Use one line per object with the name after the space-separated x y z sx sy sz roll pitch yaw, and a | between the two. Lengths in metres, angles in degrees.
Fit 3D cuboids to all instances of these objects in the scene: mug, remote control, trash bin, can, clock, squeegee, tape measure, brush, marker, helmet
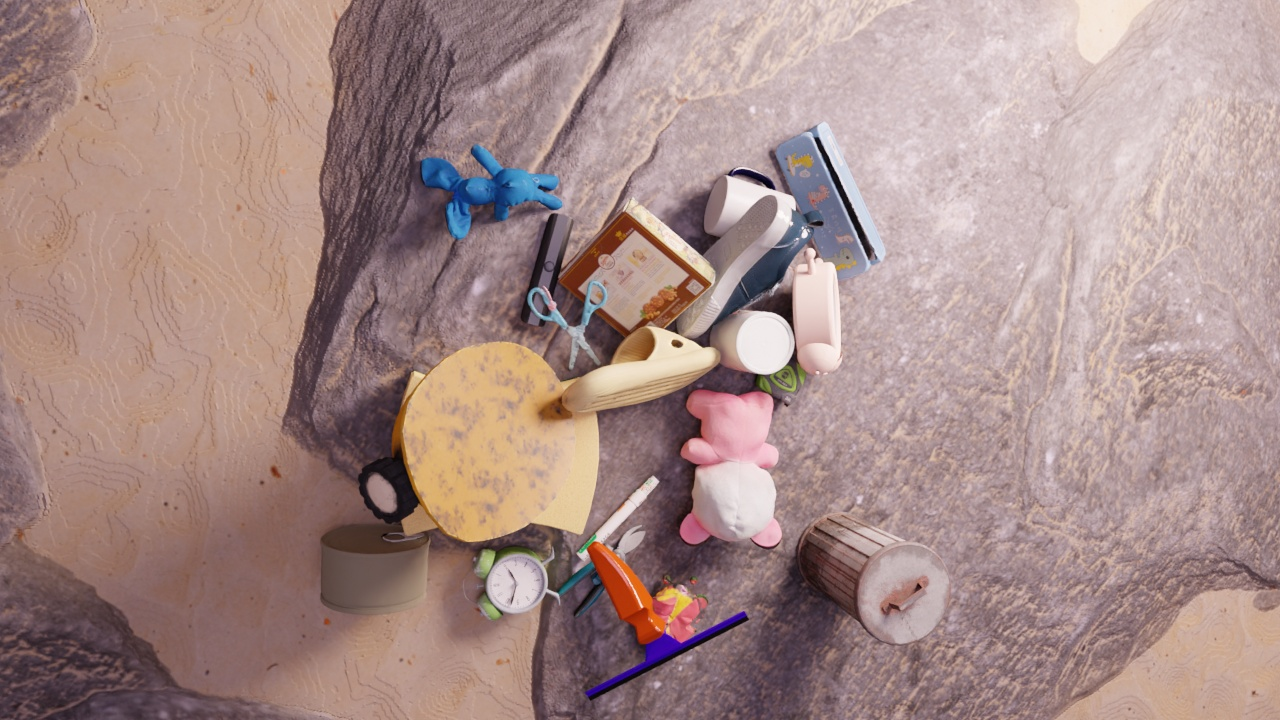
0.146 -0.025 1.213 0.082 0.105 0.082 -1 95 -14 | mug
-0.120 -0.117 1.187 0.033 0.015 0.147 16 90 -14 | remote control
0.306 0.284 1.221 0.130 0.211 0.131 -1 94 -14 | trash bin
-0.321 0.250 1.109 0.127 0.128 0.073 2 95 -14 | can
-0.170 0.287 1.192 0.119 0.042 0.094 -6 95 -14 | clock
0.225 -0.060 1.220 0.086 0.131 0.160 -10 87 16 | clock
-0.013 0.315 1.206 0.250 0.055 0.185 -31 98 14 | squeegee
0.193 0.022 1.265 0.065 0.036 0.059 34 95 -17 | tape measure
-0.182 0.116 1.159 0.250 0.075 0.195 2 94 -14 | brush
-0.030 0.211 1.233 0.145 0.017 0.017 -46 103 -6 | marker
-0.201 0.096 1.030 0.254 0.132 0.205 -32 103 -51 | helmet
0.145 -0.208 1.221 0.097 0.079 0.111 14 63 -14 | mug

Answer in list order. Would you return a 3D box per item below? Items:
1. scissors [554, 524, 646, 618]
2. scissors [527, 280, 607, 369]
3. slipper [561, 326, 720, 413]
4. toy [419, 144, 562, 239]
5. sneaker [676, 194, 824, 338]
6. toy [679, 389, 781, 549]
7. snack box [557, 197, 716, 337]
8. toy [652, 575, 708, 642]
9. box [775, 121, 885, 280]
-0.050 0.286 1.234 0.131 0.019 0.149 1 92 -16 | scissors
-0.076 -0.052 1.177 0.120 0.015 0.138 -31 117 17 | scissors
-0.007 0.007 1.146 0.260 0.112 0.079 -12 69 -50 | slipper
-0.182 -0.205 1.141 0.176 0.071 0.112 -3 84 -13 | toy
0.136 -0.111 1.182 0.087 0.089 0.236 23 127 -28 | sneaker
0.124 0.147 1.232 0.142 0.084 0.213 3 90 -14 | toy
-0.005 -0.108 1.162 0.147 0.041 0.143 39 124 -14 | snack box
0.046 0.346 1.250 0.084 0.046 0.103 4 100 -22 | toy
0.259 -0.216 1.265 0.079 0.072 0.210 -23 101 28 | box
